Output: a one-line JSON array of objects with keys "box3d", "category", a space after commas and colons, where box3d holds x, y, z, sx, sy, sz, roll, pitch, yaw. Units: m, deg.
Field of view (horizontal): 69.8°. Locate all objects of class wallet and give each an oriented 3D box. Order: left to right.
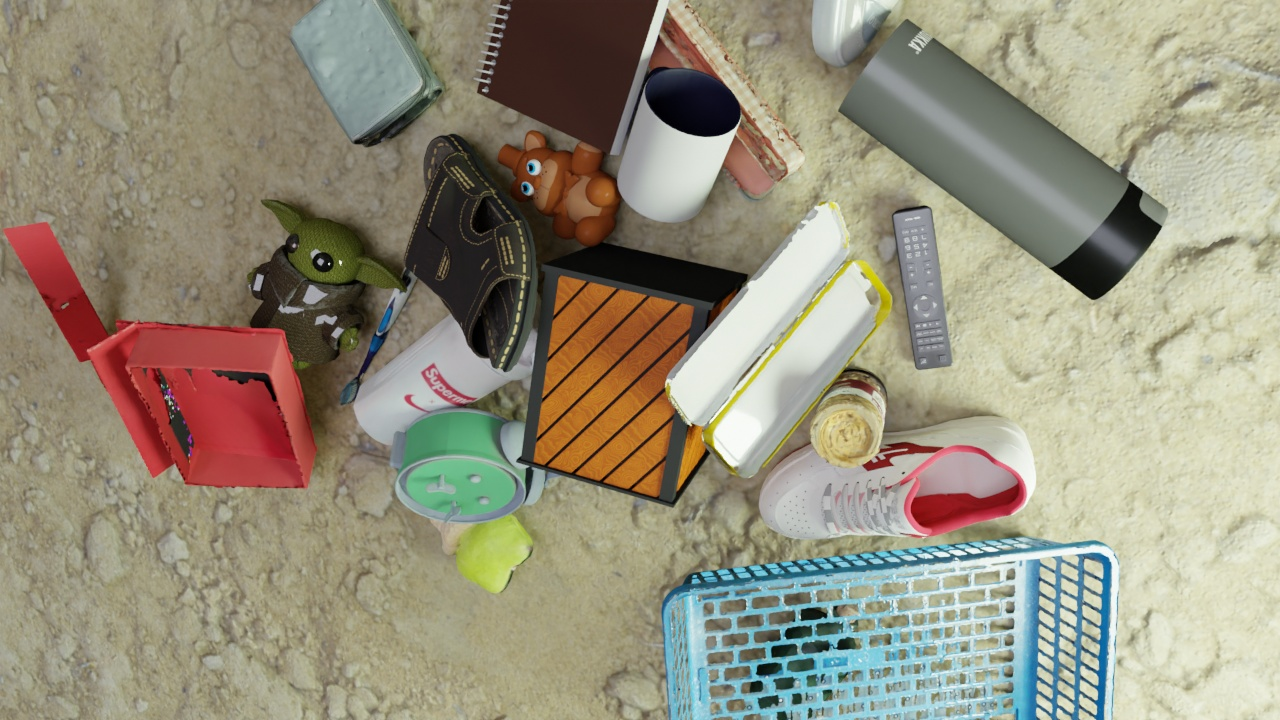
[{"box3d": [-0.254, -0.276, 0.849, 0.100, 0.054, 0.131, -31, 91, 14], "category": "wallet"}]

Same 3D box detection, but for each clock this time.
[{"box3d": [-0.151, 0.105, 0.882, 0.161, 0.075, 0.122, -4, 141, 2], "category": "clock"}]

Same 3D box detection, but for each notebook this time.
[{"box3d": [-0.054, -0.302, 0.765, 0.172, 0.022, 0.209, 31, 113, 28], "category": "notebook"}]

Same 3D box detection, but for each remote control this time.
[{"box3d": [0.236, -0.059, 0.765, 0.032, 0.015, 0.136, -8, 104, 20], "category": "remote control"}]

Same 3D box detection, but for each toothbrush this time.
[{"box3d": [-0.267, -0.027, 0.937, 0.016, 0.017, 0.189, 36, 113, 7], "category": "toothbrush"}]

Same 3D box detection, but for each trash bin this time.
[{"box3d": [-0.005, 0.005, 0.793, 0.140, 0.139, 0.172, 14, 108, 14], "category": "trash bin"}]

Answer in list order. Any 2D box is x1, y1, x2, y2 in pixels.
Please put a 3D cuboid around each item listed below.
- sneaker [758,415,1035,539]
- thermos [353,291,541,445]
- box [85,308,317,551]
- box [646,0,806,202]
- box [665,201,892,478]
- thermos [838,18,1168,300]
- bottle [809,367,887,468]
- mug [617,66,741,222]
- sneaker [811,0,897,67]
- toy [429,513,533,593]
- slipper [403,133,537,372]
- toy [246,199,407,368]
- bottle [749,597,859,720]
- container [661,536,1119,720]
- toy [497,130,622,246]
[{"box3d": [0.207, 0.113, 0.772, 0.237, 0.104, 0.090, -12, 100, 21], "category": "sneaker"}, {"box3d": [-0.176, 0.005, 0.880, 0.221, 0.099, 0.099, -31, 93, 27], "category": "thermos"}, {"box3d": [-0.412, 0.053, 0.908, 0.164, 0.152, 0.215, 38, 145, 23], "category": "box"}, {"box3d": [0.061, -0.220, 0.767, 0.042, 0.083, 0.187, -37, 89, -22], "category": "box"}, {"box3d": [0.113, -0.016, 0.729, 0.209, 0.036, 0.129, -48, 124, -13], "category": "box"}, {"box3d": [0.271, -0.151, 0.692, 0.240, 0.082, 0.082, 39, 112, 5], "category": "thermos"}, {"box3d": [0.175, 0.046, 0.764, 0.056, 0.105, 0.056, 5, 106, 17], "category": "bottle"}, {"box3d": [0.024, -0.187, 0.754, 0.097, 0.078, 0.111, 113, 143, -54], "category": "mug"}, {"box3d": [0.204, -0.327, 0.661, 0.091, 0.089, 0.242, 29, 108, 25], "category": "sneaker"}, {"box3d": [-0.168, 0.181, 0.946, 0.115, 0.046, 0.092, 39, 112, 12], "category": "toy"}, {"box3d": [-0.155, -0.101, 0.781, 0.267, 0.075, 0.113, 62, 140, 36], "category": "slipper"}, {"box3d": [-0.328, -0.067, 0.913, 0.179, 0.078, 0.153, 31, 111, 11], "category": "toy"}, {"box3d": [0.161, 0.273, 0.853, 0.061, 0.061, 0.131, 33, 112, 5], "category": "bottle"}, {"box3d": [0.200, 0.271, 0.770, 0.362, 0.089, 0.257, -5, 103, -3], "category": "container"}, {"box3d": [-0.074, -0.158, 0.816, 0.128, 0.065, 0.095, 29, 119, 14], "category": "toy"}]
